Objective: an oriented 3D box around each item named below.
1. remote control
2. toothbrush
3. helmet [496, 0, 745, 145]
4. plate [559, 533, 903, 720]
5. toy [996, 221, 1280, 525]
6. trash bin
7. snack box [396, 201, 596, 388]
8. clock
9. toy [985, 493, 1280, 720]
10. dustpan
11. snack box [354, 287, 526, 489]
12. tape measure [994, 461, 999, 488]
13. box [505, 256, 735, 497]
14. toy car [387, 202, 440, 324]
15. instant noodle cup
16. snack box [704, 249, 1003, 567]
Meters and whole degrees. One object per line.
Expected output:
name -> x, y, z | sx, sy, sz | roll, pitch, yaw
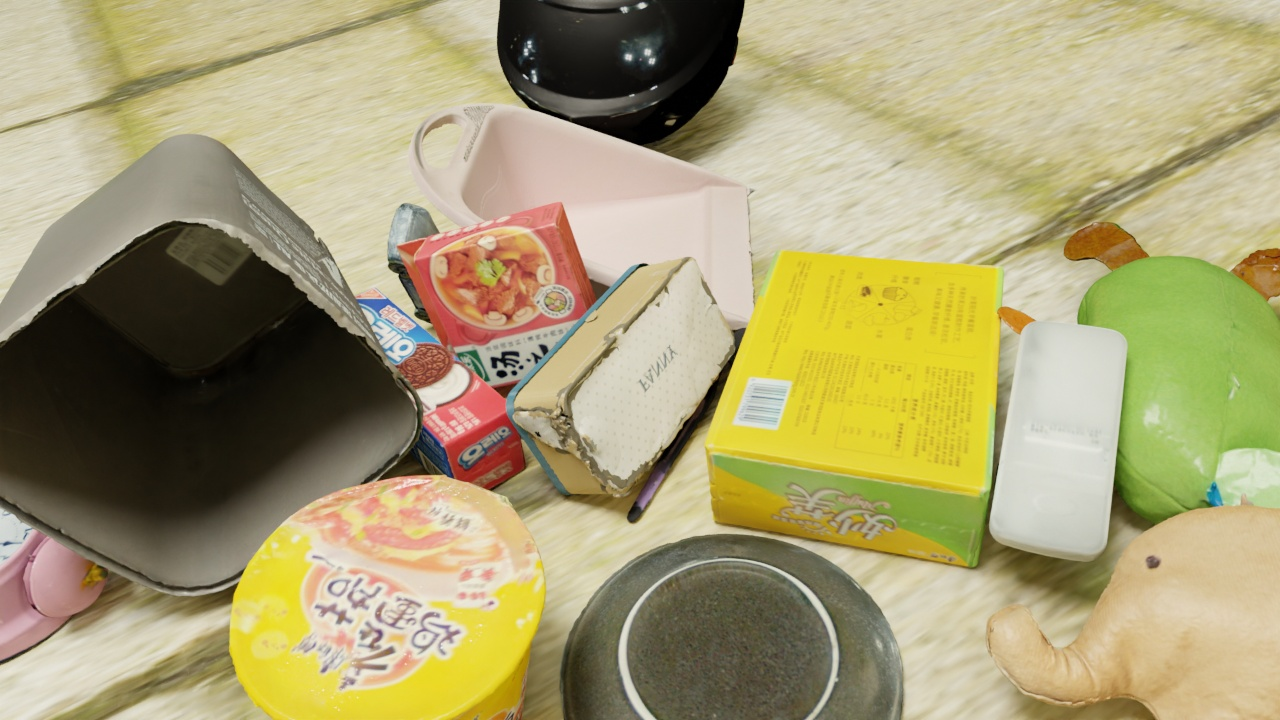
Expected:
remote control -> 0.224, 0.040, 0.491 | 0.056, 0.020, 0.135 | 9, 63, 21
toothbrush -> 0.037, 0.041, 0.627 | 0.014, 0.017, 0.188 | 5, 43, 33
helmet -> -0.023, -0.322, 0.902 | 0.233, 0.230, 0.274 | 13, 2, 12
plate -> 0.045, 0.155, 0.478 | 0.179, 0.024, 0.179 | -5, 40, 4
toy -> 0.328, 0.004, 0.553 | 0.227, 0.090, 0.246 | 18, 49, 12
trash bin -> -0.273, -0.017, 0.569 | 0.198, 0.199, 0.219 | -36, 39, 1
snack box -> -0.099, -0.040, 0.648 | 0.127, 0.113, 0.044 | -13, 31, 11
clock -> -0.389, 0.121, 0.572 | 0.158, 0.060, 0.117 | -16, 41, -11
toy -> 0.279, 0.129, 0.417 | 0.226, 0.082, 0.143 | 8, 55, 21
dustpan -> -0.039, -0.135, 0.749 | 0.273, 0.139, 0.222 | -5, 39, 6
snack box -> -0.164, 0.018, 0.654 | 0.058, 0.057, 0.207 | -30, 44, -27
tape measure -> 0.224, 0.065, 0.524 | 0.039, 0.058, 0.057 | 8, 64, 22
box -> -0.004, 0.004, 0.608 | 0.059, 0.090, 0.183 | -8, 30, 41
toy car -> -0.164, -0.072, 0.712 | 0.037, 0.121, 0.054 | 4, 65, 9
instant noodle cup -> -0.113, 0.143, 0.445 | 0.138, 0.110, 0.137 | 1, 42, -1
snack box -> 0.143, 0.018, 0.585 | 0.158, 0.070, 0.209 | 7, 42, 18
